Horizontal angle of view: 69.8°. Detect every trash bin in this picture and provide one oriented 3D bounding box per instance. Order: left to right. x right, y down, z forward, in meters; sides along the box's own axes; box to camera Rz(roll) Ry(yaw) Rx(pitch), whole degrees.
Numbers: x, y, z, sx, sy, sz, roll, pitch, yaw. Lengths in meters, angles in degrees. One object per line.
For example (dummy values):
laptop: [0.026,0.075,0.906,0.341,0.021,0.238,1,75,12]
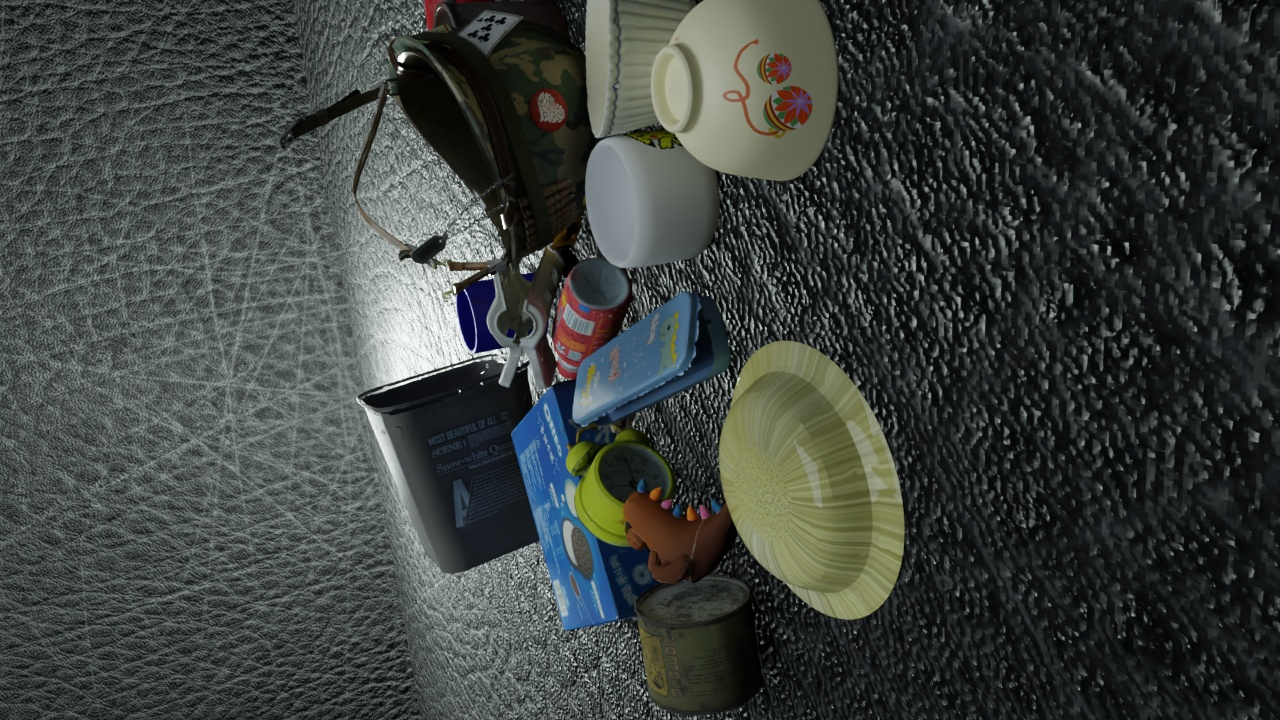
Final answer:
trash bin: [-0.222,0.126,1.157,0.198,0.197,0.220,9,115,64]

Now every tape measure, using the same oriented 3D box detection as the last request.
tape measure: [-0.077,-0.148,0.879,0.059,0.030,0.068,-43,64,63]

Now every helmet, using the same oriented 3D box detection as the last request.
helmet: [-0.133,-0.166,0.724,0.192,0.236,0.224,55,-177,11]

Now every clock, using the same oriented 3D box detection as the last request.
clock: [-0.019,0.105,0.805,0.119,0.083,0.057,59,146,30]

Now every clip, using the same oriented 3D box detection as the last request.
clip: [-0.101,-0.044,0.874,0.125,0.089,0.151,-80,-17,-60]
clip: [-0.021,0.048,0.848,0.061,0.049,0.026,-33,68,36]

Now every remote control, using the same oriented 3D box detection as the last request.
remote control: [-0.074,-0.097,0.921,0.124,0.011,0.028,47,142,50]

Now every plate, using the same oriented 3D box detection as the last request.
plate: [0.092,0.081,0.595,0.184,0.036,0.185,39,135,54]

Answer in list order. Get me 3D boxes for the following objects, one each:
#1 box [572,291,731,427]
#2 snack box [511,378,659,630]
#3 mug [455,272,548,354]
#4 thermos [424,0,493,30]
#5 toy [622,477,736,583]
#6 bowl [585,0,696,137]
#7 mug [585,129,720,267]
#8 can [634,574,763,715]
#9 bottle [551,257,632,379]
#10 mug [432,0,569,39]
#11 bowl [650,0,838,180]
box: [-0.007,0.004,0.737,0.210,0.052,0.067,-29,72,57]
snack box: [-0.064,0.156,0.966,0.196,0.056,0.238,137,119,-63]
mug: [-0.162,-0.046,1.052,0.079,0.083,0.111,68,155,22]
thermos: [-0.194,-0.372,0.982,0.073,0.073,0.240,55,148,42]
toy: [0.032,0.121,0.719,0.090,0.070,0.103,36,115,22]
bowl: [0.000,-0.208,0.613,0.115,0.062,0.115,177,91,-80]
mug: [0.004,-0.120,0.663,0.115,0.068,0.094,43,139,53]
can: [0.045,0.217,0.705,0.090,0.089,0.074,10,110,65]
bottle: [-0.051,-0.030,0.838,0.062,0.061,0.138,67,153,25]
mug: [-0.131,-0.296,0.837,0.096,0.110,0.123,-19,83,61]
bowl: [0.049,-0.160,0.534,0.118,0.074,0.118,42,138,54]
